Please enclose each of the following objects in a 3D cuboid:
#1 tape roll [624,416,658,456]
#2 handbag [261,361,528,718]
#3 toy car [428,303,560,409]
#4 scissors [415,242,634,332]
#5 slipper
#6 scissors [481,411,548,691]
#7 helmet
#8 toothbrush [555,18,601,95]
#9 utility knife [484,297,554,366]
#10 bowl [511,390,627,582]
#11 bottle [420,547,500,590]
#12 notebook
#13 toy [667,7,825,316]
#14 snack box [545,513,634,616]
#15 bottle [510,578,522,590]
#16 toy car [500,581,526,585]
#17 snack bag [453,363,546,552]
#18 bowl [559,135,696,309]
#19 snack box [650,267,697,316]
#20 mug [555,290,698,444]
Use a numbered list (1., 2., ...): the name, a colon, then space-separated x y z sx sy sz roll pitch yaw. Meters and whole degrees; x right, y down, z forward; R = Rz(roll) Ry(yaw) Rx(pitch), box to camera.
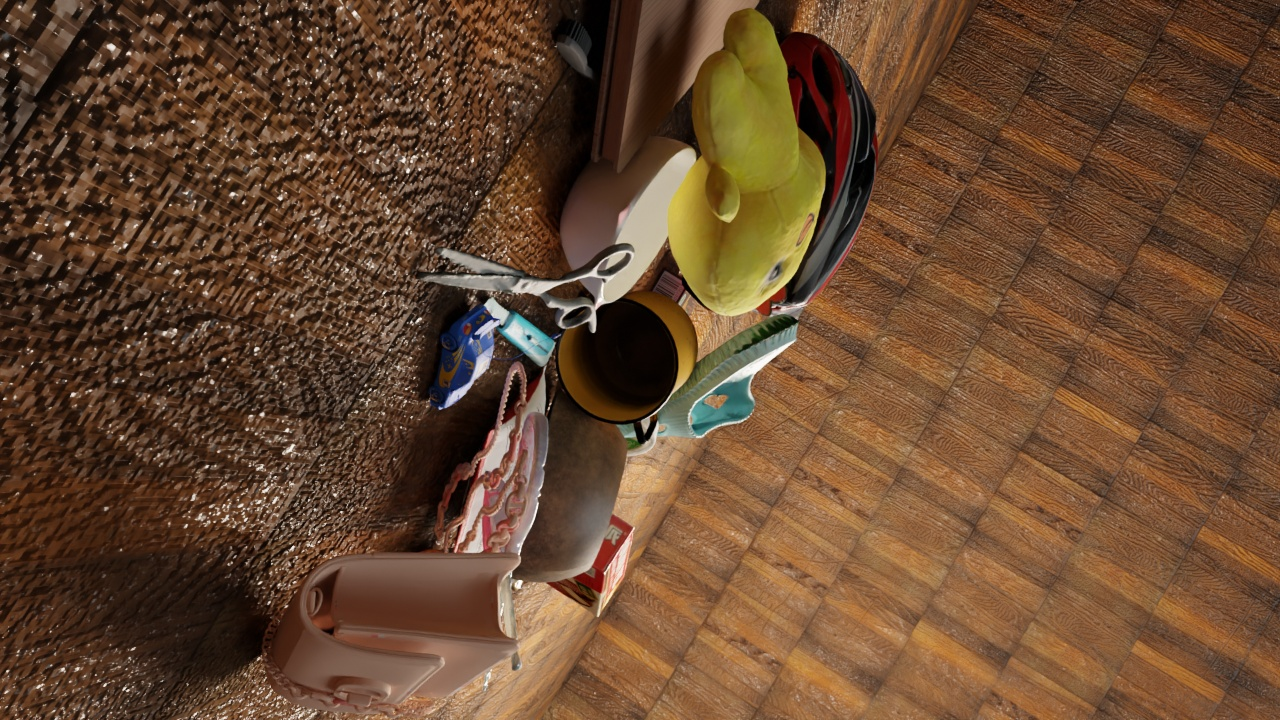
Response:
1. tape roll: -0.030 0.059 0.855 0.094 0.094 0.018 104 0 -57
2. handbag: -0.151 0.109 0.545 0.199 0.116 0.187 131 -38 -51
3. toy car: -0.085 0.004 0.536 0.033 0.062 0.092 -46 164 -50
4. scissors: -0.065 -0.037 0.523 0.159 0.014 0.121 -16 153 -33
5. slipper: 0.060 0.036 0.872 0.115 0.069 0.277 -21 170 -36
6. scissors: -0.078 0.104 0.545 0.170 0.013 0.175 -109 -146 -58
7. helmet: 0.126 -0.166 0.840 0.218 0.167 0.271 91 19 -76
8. toothbrush: -0.021 -0.154 0.525 0.167 0.013 0.013 22 91 -79
9. utility knife: -0.083 -0.019 0.615 0.022 0.015 0.149 -61 167 -4
10. bowl: -0.062 0.112 0.778 0.162 0.070 0.162 -164 -88 -84
11. bottle: -0.150 0.178 0.722 0.063 0.063 0.109 -56 161 -16
12. notebook: 0.039 -0.230 0.523 0.209 0.022 0.169 -56 168 -33
13. toy: 0.063 -0.110 0.561 0.133 0.092 0.208 -60 162 -29
14. snack box: -0.075 0.210 1.018 0.060 0.113 0.237 -55 169 -24
15. bottle: -0.110 0.160 0.873 0.105 0.056 0.056 -55 169 -23
16. toy car: -0.140 0.214 0.908 0.092 0.037 0.040 -31 165 -9
17. snack bag: -0.105 0.083 0.694 0.143 0.039 0.131 -63 173 -68
18. bowl: -0.015 -0.099 0.600 0.114 0.050 0.115 -56 169 -17
19. snack box: -0.001 -0.005 0.980 0.186 0.031 0.101 -59 169 3
20. mug: -0.005 0.005 0.765 0.094 0.101 0.124 -32 110 -71
